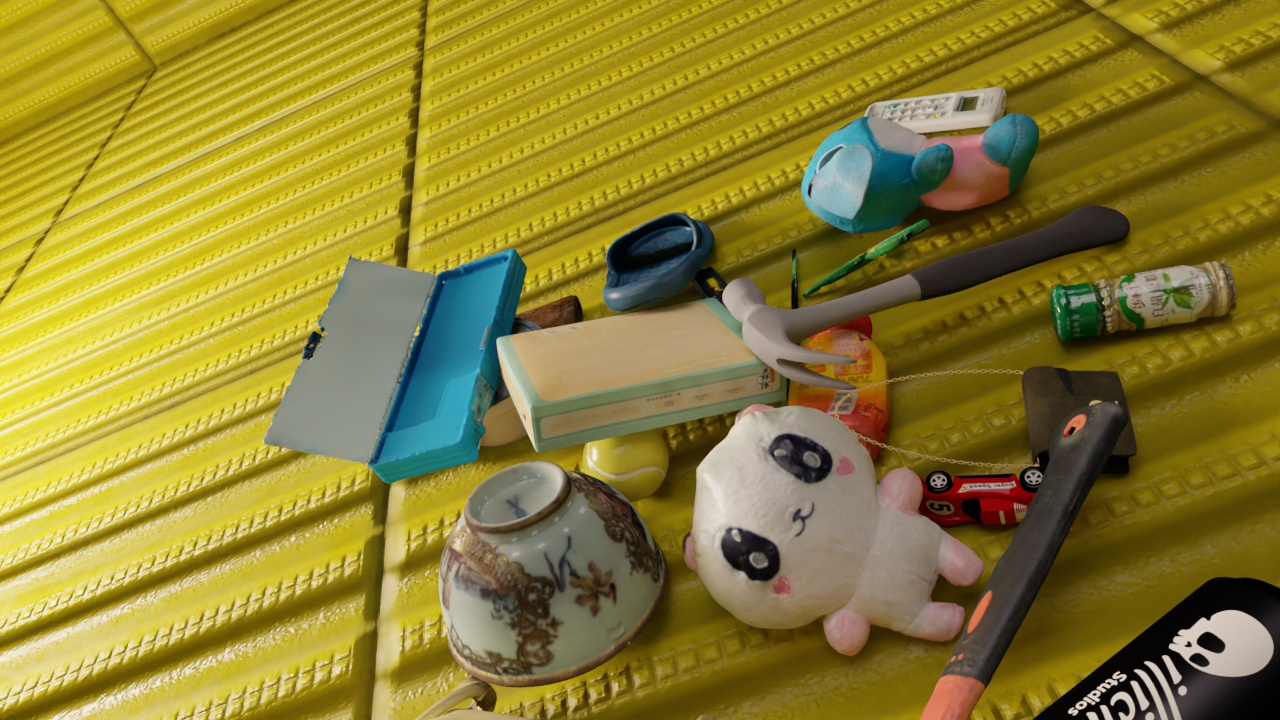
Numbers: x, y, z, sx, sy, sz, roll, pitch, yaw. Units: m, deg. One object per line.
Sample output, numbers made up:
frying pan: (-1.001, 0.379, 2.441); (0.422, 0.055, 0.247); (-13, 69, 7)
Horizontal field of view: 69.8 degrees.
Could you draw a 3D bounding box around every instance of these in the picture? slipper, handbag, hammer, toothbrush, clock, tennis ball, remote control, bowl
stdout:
slipper: (0.009, -0.097, 0.839); (0.104, 0.059, 0.213); (-16, 18, 16)
handbag: (-0.077, 0.266, 0.509); (0.233, 0.088, 0.190); (-2, 42, 29)
hammer: (-0.214, -0.008, 0.930); (0.331, 0.033, 0.119); (-18, 39, 12)
hammer: (0.225, -0.059, 0.681); (0.310, 0.030, 0.125); (-18, 40, -9)
toothbrush: (0.131, -0.034, 0.770); (0.017, 0.014, 0.187); (-1, 45, 11)
clock: (-0.144, 0.030, 0.824); (0.158, 0.059, 0.116); (-28, 38, 1)
tennis ball: (-0.011, 0.075, 0.693); (0.065, 0.065, 0.065); (-16, 41, 14)
remote control: (0.284, -0.237, 0.894); (0.134, 0.022, 0.050); (2, 47, 31)
hammer: (0.169, 0.151, 0.465); (0.332, 0.033, 0.133); (-52, 5, -24)
handbag: (0.220, 0.035, 0.599); (0.178, 0.027, 0.083); (2, 46, 13)
bowl: (-0.069, 0.126, 0.619); (0.160, 0.094, 0.159); (-14, 27, 7)

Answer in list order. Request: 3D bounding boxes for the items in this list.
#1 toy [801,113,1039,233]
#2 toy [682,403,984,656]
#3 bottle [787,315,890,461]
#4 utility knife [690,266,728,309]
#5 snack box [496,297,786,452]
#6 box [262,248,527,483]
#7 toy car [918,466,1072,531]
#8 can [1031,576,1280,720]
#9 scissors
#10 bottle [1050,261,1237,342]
toy: (0.236, -0.167, 0.790); (0.192, 0.099, 0.223); (-6, 15, 20)
toy: (0.115, 0.109, 0.564); (0.180, 0.101, 0.138); (23, 82, 24)
bottle: (0.147, 0.015, 0.678); (0.071, 0.048, 0.133); (-7, 44, 21)
utility knife: (0.078, -0.044, 0.808); (0.029, 0.020, 0.174); (-28, 38, -3)
snack box: (-0.004, 0.004, 0.713); (0.193, 0.044, 0.141); (-11, 25, -15)
box: (-0.199, -0.001, 0.799); (0.176, 0.060, 0.242); (-1, 44, 7)
toy car: (0.216, 0.088, 0.567); (0.090, 0.038, 0.025); (-6, 47, 25)
can: (0.249, 0.171, 0.424); (0.146, 0.080, 0.080); (-34, 39, -7)
scissors: (0.188, -0.086, 0.765); (0.127, 0.011, 0.122); (-31, -1, 36)
bottle: (0.344, -0.040, 0.631); (0.110, 0.043, 0.042); (-9, 43, 20)
